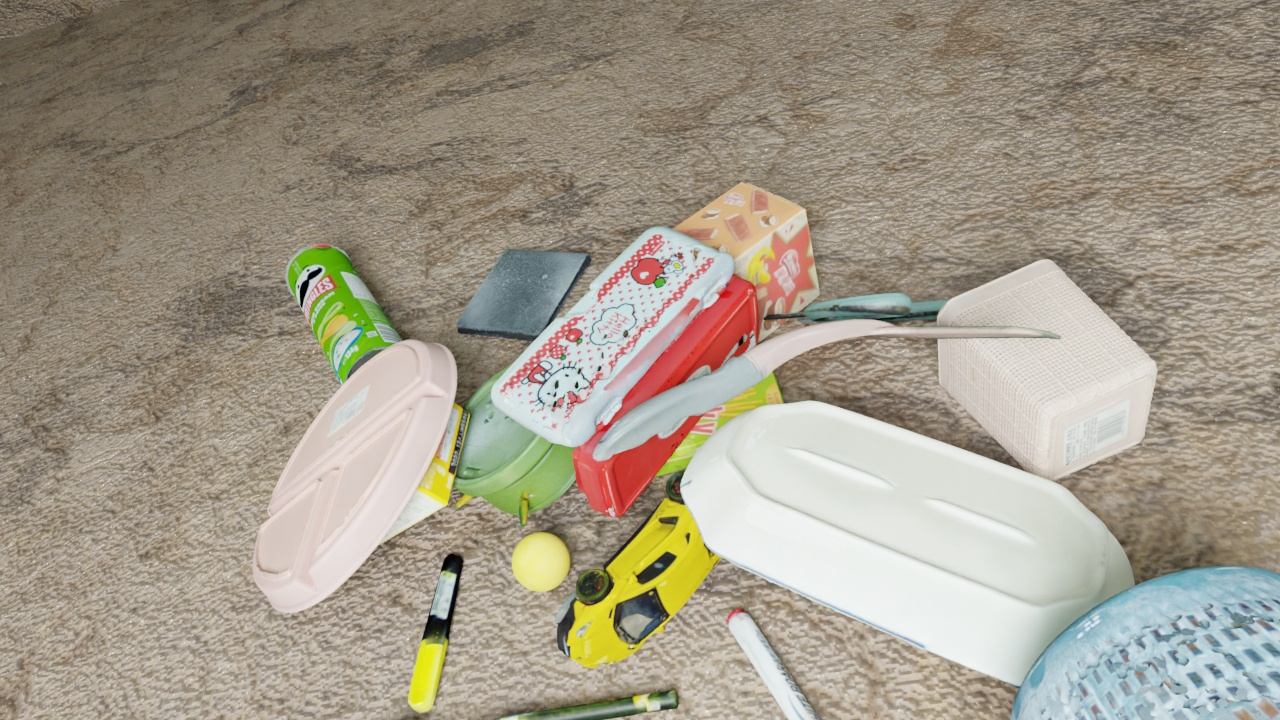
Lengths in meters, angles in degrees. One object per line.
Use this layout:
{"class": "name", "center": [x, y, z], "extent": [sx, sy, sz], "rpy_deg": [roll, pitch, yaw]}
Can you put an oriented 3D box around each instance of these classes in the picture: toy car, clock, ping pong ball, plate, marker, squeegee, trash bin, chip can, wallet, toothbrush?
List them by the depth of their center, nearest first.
{"class": "trash bin", "center": [0.249, 0.192, 0.335], "extent": [0.226, 0.227, 0.194], "rpy_deg": [-18, 28, 3]}
{"class": "marker", "center": [0.089, 0.198, 0.522], "extent": [0.017, 0.017, 0.145], "rpy_deg": [-28, 41, -9]}
{"class": "plate", "center": [0.156, 0.088, 0.542], "extent": [0.266, 0.034, 0.161], "rpy_deg": [21, 38, 21]}
{"class": "toothbrush", "center": [-0.069, 0.217, 0.557], "extent": [0.186, 0.012, 0.017], "rpy_deg": [-10, 28, 4]}
{"class": "toy car", "center": [0.011, 0.134, 0.583], "extent": [0.155, 0.071, 0.041], "rpy_deg": [-42, 46, -22]}
{"class": "squeegee", "center": [0.082, 0.007, 0.589], "extent": [0.249, 0.040, 0.248], "rpy_deg": [-20, 7, -13]}
{"class": "ping pong ball", "center": [-0.069, 0.139, 0.633], "extent": [0.040, 0.040, 0.040], "rpy_deg": [-12, 41, 10]}
{"class": "marker", "center": [-0.140, 0.184, 0.635], "extent": [0.018, 0.015, 0.123], "rpy_deg": [-10, 39, 10]}
{"class": "plate", "center": [-0.222, 0.078, 0.695], "extent": [0.230, 0.028, 0.229], "rpy_deg": [-36, 33, 28]}
{"class": "clock", "center": [-0.082, 0.046, 0.701], "extent": [0.116, 0.056, 0.161], "rpy_deg": [2, 55, 47]}
{"class": "chip can", "center": [-0.283, -0.037, 0.892], "extent": [0.072, 0.072, 0.236], "rpy_deg": [-32, 42, -13]}
{"class": "wallet", "center": [-0.114, -0.066, 0.896], "extent": [0.097, 0.019, 0.120], "rpy_deg": [5, 48, 26]}

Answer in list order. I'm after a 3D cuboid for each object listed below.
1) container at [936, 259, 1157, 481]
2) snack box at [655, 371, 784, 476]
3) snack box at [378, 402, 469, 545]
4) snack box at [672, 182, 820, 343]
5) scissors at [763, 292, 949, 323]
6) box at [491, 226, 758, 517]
{"class": "container", "center": [0.265, 0.010, 0.603], "extent": [0.090, 0.090, 0.110], "rpy_deg": [-23, 43, -3]}
{"class": "snack box", "center": [0.031, 0.044, 0.707], "extent": [0.156, 0.026, 0.085], "rpy_deg": [-16, 41, 5]}
{"class": "snack box", "center": [-0.190, 0.093, 0.695], "extent": [0.141, 0.033, 0.086], "rpy_deg": [-33, 35, 33]}
{"class": "snack box", "center": [0.086, -0.078, 0.767], "extent": [0.094, 0.093, 0.077], "rpy_deg": [-36, 43, -18]}
{"class": "scissors", "center": [0.186, -0.037, 0.691], "extent": [0.180, 0.019, 0.170], "rpy_deg": [-3, -2, -14]}
{"class": "box", "center": [-0.005, 0.001, 0.662], "extent": [0.100, 0.102, 0.200], "rpy_deg": [24, 57, 28]}
